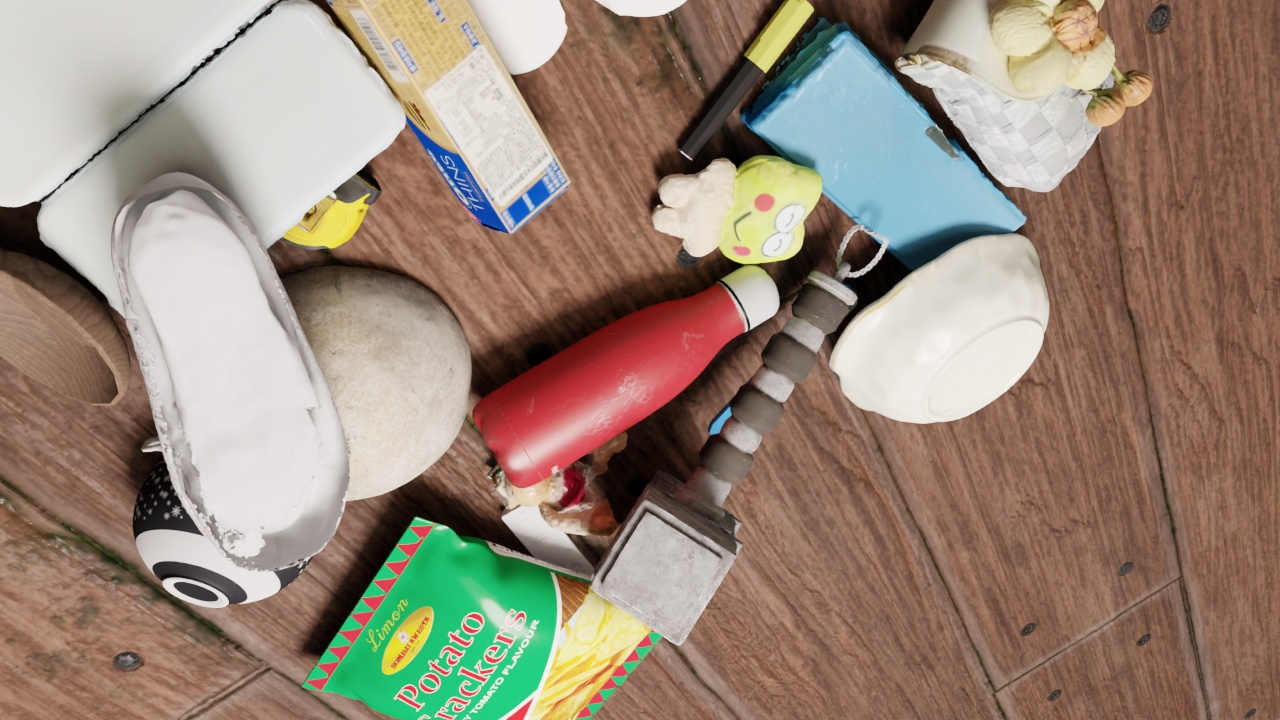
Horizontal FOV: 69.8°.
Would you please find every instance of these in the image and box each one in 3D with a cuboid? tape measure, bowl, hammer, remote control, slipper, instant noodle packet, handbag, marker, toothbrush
[{"bbox_3d":[-0.200,-0.098,0.555,0.064,0.037,0.065,-47,124,11],"label":"tape measure"},{"bbox_3d":[-0.341,-0.024,0.528,0.118,0.030,0.118,16,141,13],"label":"bowl"},{"bbox_3d":[0.083,0.044,0.689,0.079,0.177,0.326,32,93,5],"label":"hammer"},{"bbox_3d":[-0.072,0.161,0.778,0.033,0.012,0.131,-29,126,2],"label":"remote control"},{"bbox_3d":[-0.282,0.125,0.613,0.120,0.066,0.120,7,142,6],"label":"bowl"},{"bbox_3d":[-0.233,0.015,0.519,0.112,0.074,0.247,-11,117,-8],"label":"slipper"},{"bbox_3d":[-0.196,0.031,0.613,0.178,0.081,0.179,-9,121,-15],"label":"bowl"},{"bbox_3d":[-0.117,0.237,0.760,0.252,0.090,0.196,26,113,-27],"label":"instant noodle packet"},{"bbox_3d":[0.267,-0.193,0.616,0.171,0.123,0.112,34,85,-35],"label":"handbag"},{"bbox_3d":[0.068,-0.187,0.609,0.124,0.017,0.021,-51,168,16],"label":"marker"},{"bbox_3d":[0.256,-0.009,0.733,0.218,0.060,0.189,-8,138,-29],"label":"bowl"},{"bbox_3d":[0.115,0.003,0.748,0.016,0.014,0.167,34,105,-33],"label":"toothbrush"}]

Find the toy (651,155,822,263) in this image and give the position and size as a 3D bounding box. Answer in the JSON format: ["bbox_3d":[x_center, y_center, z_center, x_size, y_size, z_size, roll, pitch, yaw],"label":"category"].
[{"bbox_3d":[0.066,-0.105,0.642,0.115,0.046,0.092,3,140,-11],"label":"toy"}]

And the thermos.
[{"bbox_3d":[-0.004,0.004,0.669,0.239,0.073,0.073,-31,126,-7],"label":"thermos"}]

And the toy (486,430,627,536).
[{"bbox_3d":[-0.066,0.088,0.709,0.106,0.074,0.085,7,87,-1],"label":"toy"}]

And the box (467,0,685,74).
[{"bbox_3d":[-0.035,-0.211,0.506,0.150,0.106,0.080,-43,123,10],"label":"box"}]

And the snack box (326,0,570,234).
[{"bbox_3d":[-0.117,-0.170,0.521,0.056,0.057,0.207,-44,129,-18],"label":"snack box"}]

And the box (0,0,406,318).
[{"bbox_3d":[-0.260,-0.138,0.492,0.209,0.037,0.189,-35,109,5],"label":"box"}]

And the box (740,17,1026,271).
[{"bbox_3d":[0.181,-0.145,0.671,0.231,0.052,0.093,30,123,-32],"label":"box"}]
